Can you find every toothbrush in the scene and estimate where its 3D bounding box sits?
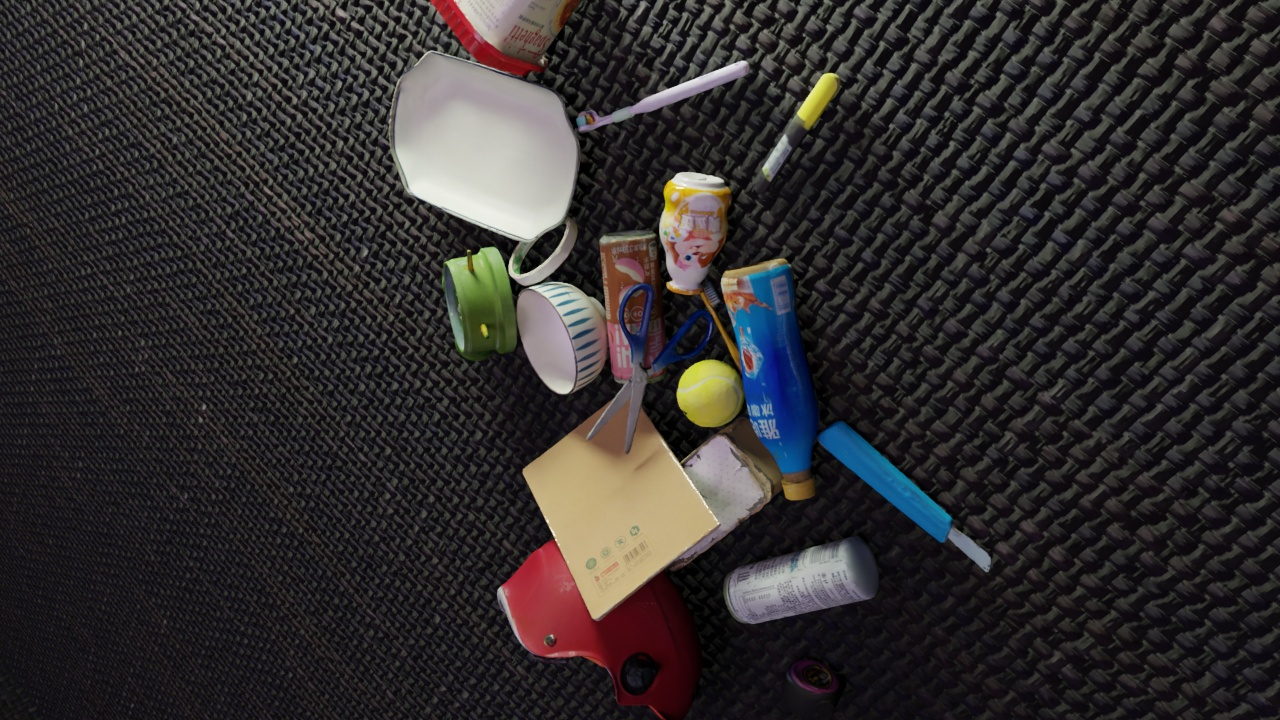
[{"bbox_3d":[0.018,-0.247,0.859,0.190,0.029,0.021,-9,139,34],"label":"toothbrush"},{"bbox_3d":[0.104,0.006,0.881,0.018,0.016,0.191,-30,86,28],"label":"toothbrush"}]

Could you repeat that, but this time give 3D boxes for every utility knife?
[{"bbox_3d":[0.237,0.121,0.822,0.188,0.018,0.034,42,135,16],"label":"utility knife"}]

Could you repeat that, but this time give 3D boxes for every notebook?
[{"bbox_3d":[-0.026,0.134,0.906,0.148,0.008,0.207,-39,45,3],"label":"notebook"}]

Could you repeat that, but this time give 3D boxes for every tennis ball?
[{"bbox_3d":[0.068,0.032,0.881,0.065,0.065,0.065,11,110,32],"label":"tennis ball"}]

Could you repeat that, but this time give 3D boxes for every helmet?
[{"bbox_3d":[-0.022,0.268,0.958,0.240,0.143,0.207,37,168,-8],"label":"helmet"}]

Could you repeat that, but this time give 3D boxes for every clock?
[{"bbox_3d":[-0.180,-0.060,1.007,0.161,0.056,0.116,158,100,-72],"label":"clock"}]

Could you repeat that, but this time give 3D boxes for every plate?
[{"bbox_3d":[-0.163,-0.228,0.974,0.266,0.034,0.162,24,113,27],"label":"plate"}]

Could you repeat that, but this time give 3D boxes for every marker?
[{"bbox_3d":[0.134,-0.195,0.799,0.018,0.015,0.124,45,127,15],"label":"marker"}]

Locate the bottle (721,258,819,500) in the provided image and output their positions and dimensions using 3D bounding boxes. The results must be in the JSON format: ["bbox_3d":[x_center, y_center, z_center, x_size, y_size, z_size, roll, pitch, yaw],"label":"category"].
[{"bbox_3d":[0.126,0.019,0.836,0.065,0.065,0.219,-7,100,36],"label":"bottle"}]

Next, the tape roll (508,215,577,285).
[{"bbox_3d":[-0.101,-0.115,0.947,0.086,0.085,0.014,-17,135,37],"label":"tape roll"}]

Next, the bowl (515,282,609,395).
[{"bbox_3d":[-0.072,-0.029,0.948,0.116,0.066,0.117,38,141,40],"label":"bowl"}]

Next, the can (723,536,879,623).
[{"bbox_3d":[0.153,0.214,0.884,0.147,0.058,0.058,-26,89,37],"label":"can"}]

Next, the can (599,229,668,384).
[{"bbox_3d":[-0.006,-0.053,0.910,0.058,0.057,0.147,4,107,34],"label":"can"}]

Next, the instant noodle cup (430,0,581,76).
[{"bbox_3d":[-0.116,-0.353,0.867,0.124,0.116,0.116,-40,80,25],"label":"instant noodle cup"}]

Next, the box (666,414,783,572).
[{"bbox_3d":[0.070,0.132,0.916,0.185,0.061,0.090,-42,80,34],"label":"box"}]

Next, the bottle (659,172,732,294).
[{"bbox_3d":[0.048,-0.117,0.851,0.063,0.063,0.108,19,115,29],"label":"bottle"}]

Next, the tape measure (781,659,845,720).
[{"bbox_3d":[0.169,0.328,0.909,0.058,0.056,0.039,20,116,19],"label":"tape measure"}]

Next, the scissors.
[{"bbox_3d":[0.009,0.006,0.890,0.012,0.160,0.163,-137,33,-70],"label":"scissors"}]
